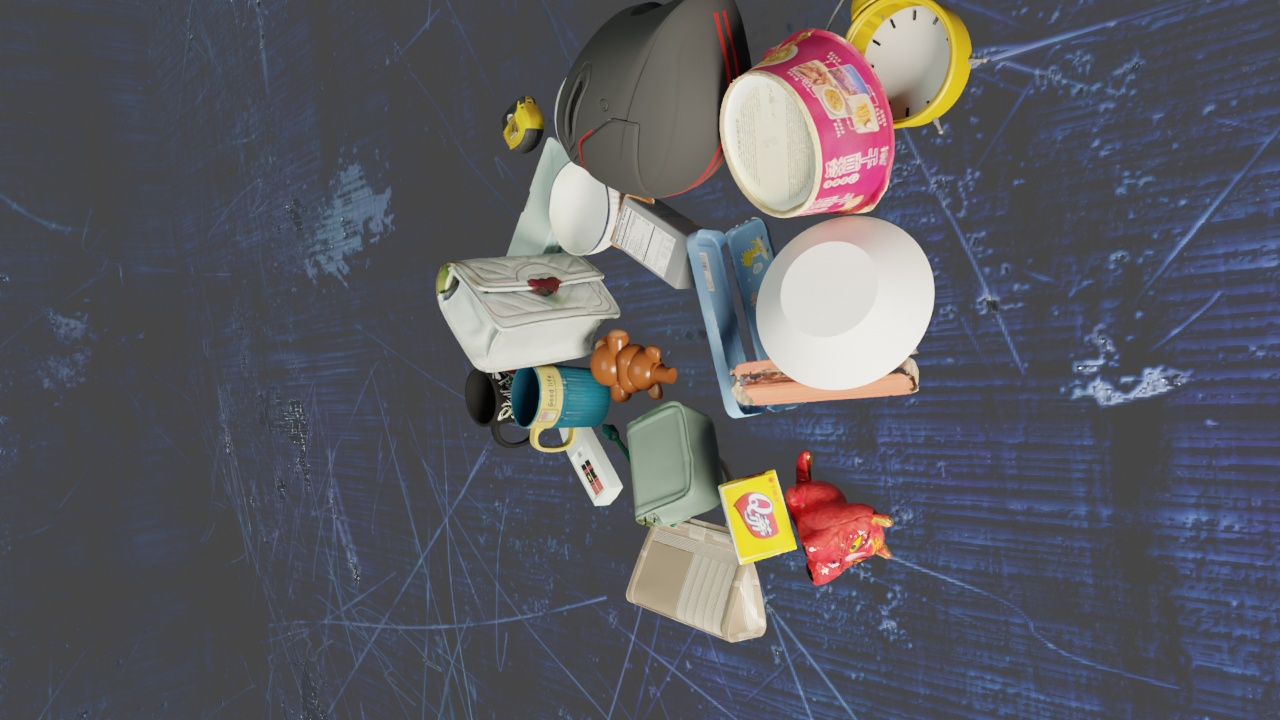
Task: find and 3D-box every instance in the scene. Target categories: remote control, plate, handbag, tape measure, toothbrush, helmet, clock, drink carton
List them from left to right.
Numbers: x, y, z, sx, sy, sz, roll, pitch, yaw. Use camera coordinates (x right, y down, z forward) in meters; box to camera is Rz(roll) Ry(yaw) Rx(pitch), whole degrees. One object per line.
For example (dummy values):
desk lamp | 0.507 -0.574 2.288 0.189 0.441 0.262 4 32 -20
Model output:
tape measure | -0.163 -0.320 1.259 0.066 0.037 0.064 -30 74 46
handbag | -0.139 -0.074 1.153 0.142 0.198 0.096 55 134 25
remote control | -0.074 0.130 1.239 0.050 0.024 0.143 -51 59 39
toothbrush | -0.004 0.138 1.142 0.016 0.017 0.189 -58 42 18
drink carton | 0.027 -0.140 1.067 0.125 0.048 0.076 40 123 37
helmet | 0.026 -0.268 0.964 0.170 0.163 0.265 46 138 19
handbag | 0.036 0.119 1.059 0.106 0.067 0.121 -27 57 34
handbag | 0.068 0.206 1.080 0.176 0.062 0.198 5 91 50
plate | 0.182 -0.061 0.861 0.174 0.036 0.173 -10 70 29
clock | 0.227 -0.274 0.826 0.152 0.051 0.114 45 127 28

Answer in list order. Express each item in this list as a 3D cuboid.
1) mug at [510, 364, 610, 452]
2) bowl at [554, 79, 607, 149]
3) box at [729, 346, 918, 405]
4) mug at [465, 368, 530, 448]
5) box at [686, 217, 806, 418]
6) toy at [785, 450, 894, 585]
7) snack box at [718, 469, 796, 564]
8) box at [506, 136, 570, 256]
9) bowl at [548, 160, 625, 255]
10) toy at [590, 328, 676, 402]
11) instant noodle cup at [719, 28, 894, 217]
mug | -0.106 0.062 1.192 0.083 0.107 0.113 14 99 54
bowl | -0.057 -0.306 1.141 0.110 0.040 0.110 9 103 47
box | 0.174 0.004 0.892 0.189 0.058 0.062 -6 59 27
mug | -0.181 0.064 1.293 0.082 0.098 0.118 -8 90 48
box | 0.111 -0.045 0.973 0.078 0.073 0.209 -20 81 43
toy | 0.198 0.152 0.930 0.088 0.094 0.132 67 -172 -50
snack box | 0.121 0.162 0.961 0.106 0.061 0.083 58 -164 -81
box | -0.122 -0.196 1.227 0.199 0.066 0.083 -67 31 28
bowl | -0.055 -0.190 1.141 0.118 0.062 0.118 8 102 47
toy | -0.007 0.007 1.131 0.128 0.065 0.095 10 111 38
instant noodle cup | 0.144 -0.210 0.860 0.178 0.077 0.179 45 149 37
